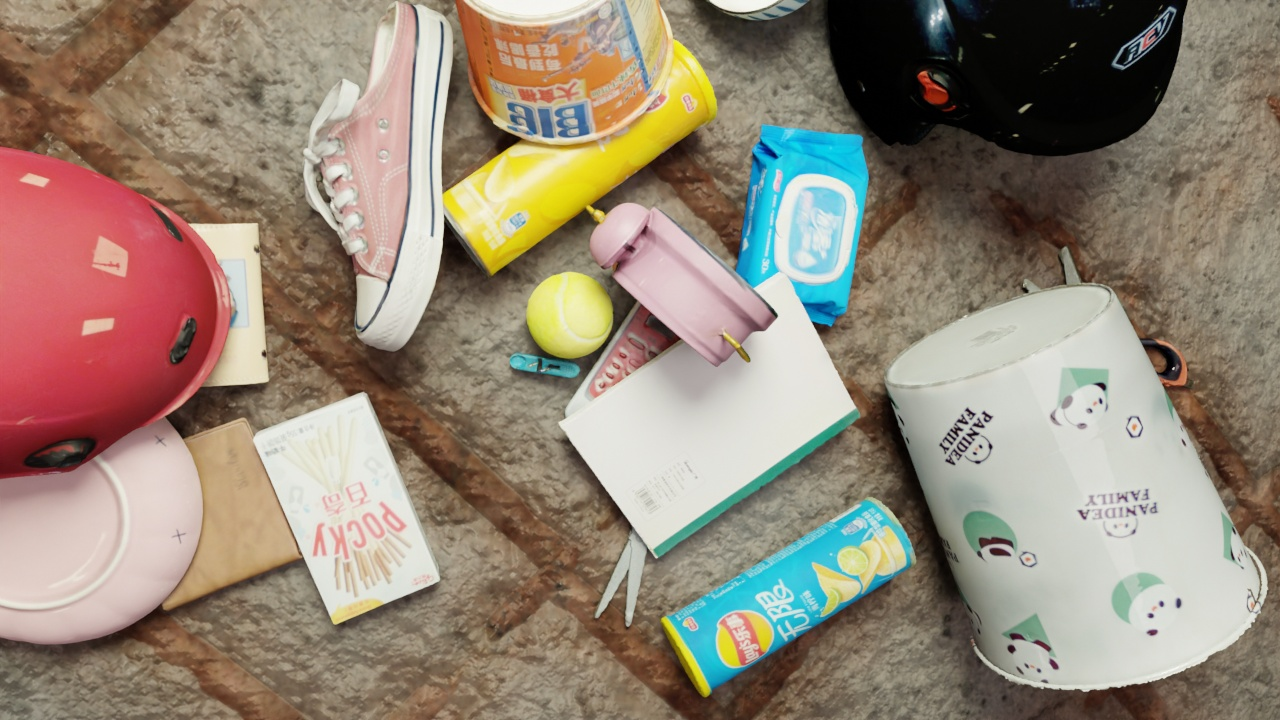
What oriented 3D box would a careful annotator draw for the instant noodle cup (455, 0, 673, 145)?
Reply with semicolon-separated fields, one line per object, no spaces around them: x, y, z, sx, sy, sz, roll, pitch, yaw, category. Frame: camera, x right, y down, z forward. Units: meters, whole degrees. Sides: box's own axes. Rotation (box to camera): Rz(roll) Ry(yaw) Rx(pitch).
-0.056;-0.237;0.610;0.151;0.111;0.151;-2;71;5;instant noodle cup

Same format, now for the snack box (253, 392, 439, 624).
-0.218;0.111;0.690;0.084;0.027;0.157;-21;102;-12;snack box

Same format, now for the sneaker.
-0.186;-0.128;0.626;0.087;0.118;0.241;5;90;-33;sneaker

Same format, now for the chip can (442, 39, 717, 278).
-0.047;-0.150;0.677;0.213;0.072;0.072;-36;105;-7;chip can

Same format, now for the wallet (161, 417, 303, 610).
-0.316;0.111;0.668;0.101;0.020;0.115;-21;100;-12;wallet

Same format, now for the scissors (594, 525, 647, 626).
-0.005;0.131;0.756;0.170;0.012;0.144;-41;105;-8;scissors

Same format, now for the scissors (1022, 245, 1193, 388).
0.435;-0.003;0.856;0.224;0.015;0.189;8;95;-15;scissors

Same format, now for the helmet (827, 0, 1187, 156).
0.268;-0.283;0.663;0.233;0.230;0.274;-39;66;-7;helmet

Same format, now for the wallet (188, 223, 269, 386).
-0.312;-0.039;0.647;0.087;0.024;0.115;-3;98;-19;wallet

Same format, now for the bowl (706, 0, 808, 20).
0.100;-0.311;0.685;0.066;0.117;0.116;-6;101;-54;bowl

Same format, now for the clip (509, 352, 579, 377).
-0.075;0.004;0.716;0.055;0.037;0.013;8;93;-8;clip

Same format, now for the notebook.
0.061;0.047;0.731;0.209;0.012;0.150;-34;114;-3;notebook

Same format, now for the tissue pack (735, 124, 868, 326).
0.131;-0.109;0.740;0.095;0.052;0.157;6;96;-16;tissue pack

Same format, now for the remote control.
-0.004;0.004;0.731;0.056;0.020;0.136;34;87;-6;remote control

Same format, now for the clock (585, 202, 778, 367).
0.022;-0.061;0.654;0.158;0.117;0.060;43;95;13;clock

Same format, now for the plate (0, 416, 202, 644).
-0.403;0.104;0.621;0.192;0.039;0.192;-1;94;-8;plate

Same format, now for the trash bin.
0.332;0.089;0.740;0.229;0.230;0.252;-28;99;-10;trash bin

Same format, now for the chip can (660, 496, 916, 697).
0.124;0.196;0.770;0.210;0.071;0.071;-28;103;-10;chip can

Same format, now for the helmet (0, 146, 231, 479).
-0.385;-0.037;0.542;0.240;0.144;0.207;-10;82;-12;helmet

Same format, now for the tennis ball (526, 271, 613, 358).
-0.053;-0.034;0.694;0.065;0.065;0.065;-2;98;-15;tennis ball
